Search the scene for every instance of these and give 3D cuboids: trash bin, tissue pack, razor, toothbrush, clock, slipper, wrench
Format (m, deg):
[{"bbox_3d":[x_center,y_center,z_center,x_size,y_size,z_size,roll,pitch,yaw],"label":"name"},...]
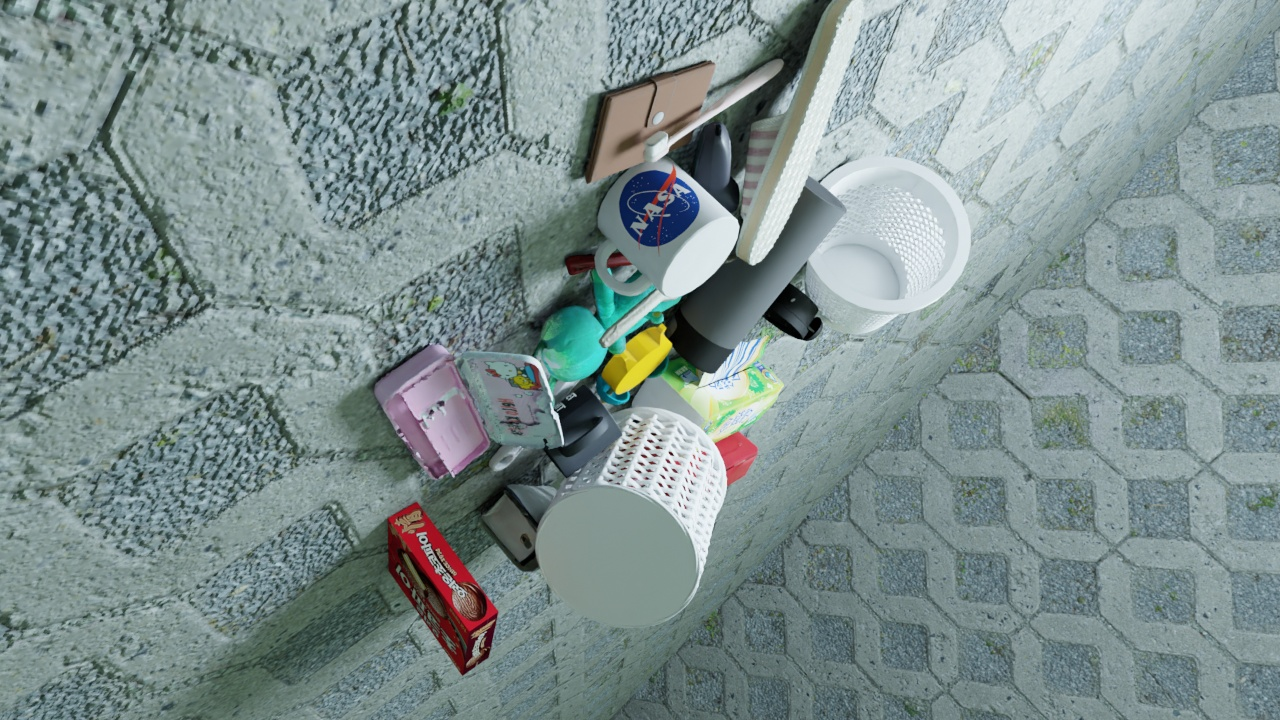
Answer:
[{"bbox_3d":[0.290,-0.125,1.170,0.195,0.195,0.200,-40,168,-8],"label":"trash bin"},{"bbox_3d":[0.106,0.024,1.209,0.197,0.120,0.142,-27,153,-50],"label":"tissue pack"},{"bbox_3d":[0.069,-0.173,0.846,0.052,0.047,0.143,0,162,2],"label":"razor"},{"bbox_3d":[0.066,-0.219,0.783,0.180,0.016,0.018,-40,155,-27],"label":"toothbrush"},{"bbox_3d":[-0.006,0.006,1.052,0.099,0.043,0.130,-37,166,-22],"label":"clock"},{"bbox_3d":[0.140,-0.217,0.877,0.114,0.052,0.263,-36,150,-57],"label":"slipper"},{"bbox_3d":[0.194,-0.066,1.216,0.042,0.091,0.120,-53,145,-3],"label":"clock"},{"bbox_3d":[-0.082,0.026,1.009,0.274,0.018,0.066,-49,158,18],"label":"wrench"}]

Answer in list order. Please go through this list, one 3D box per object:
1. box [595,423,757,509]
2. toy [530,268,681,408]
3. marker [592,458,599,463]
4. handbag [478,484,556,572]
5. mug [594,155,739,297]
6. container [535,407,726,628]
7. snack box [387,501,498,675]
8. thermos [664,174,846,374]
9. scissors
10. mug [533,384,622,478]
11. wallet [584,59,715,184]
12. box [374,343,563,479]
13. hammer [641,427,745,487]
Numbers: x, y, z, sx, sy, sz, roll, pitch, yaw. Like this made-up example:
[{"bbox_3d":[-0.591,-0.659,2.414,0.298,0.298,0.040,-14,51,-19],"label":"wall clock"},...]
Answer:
[{"bbox_3d":[0.049,0.148,1.254,0.156,0.170,0.157,-20,124,-46],"label":"box"},{"bbox_3d":[-0.034,-0.032,0.900,0.193,0.072,0.131,-36,142,-15],"label":"toy"},{"bbox_3d":[-0.038,0.128,1.283,0.151,0.011,0.011,-22,150,-43],"label":"marker"},{"bbox_3d":[-0.098,0.229,1.140,0.074,0.176,0.151,-47,158,9],"label":"handbag"},{"bbox_3d":[0.013,-0.109,0.819,0.121,0.090,0.091,-43,159,-1],"label":"mug"},{"bbox_3d":[-0.006,0.177,1.064,0.190,0.189,0.186,-54,-177,27],"label":"container"},{"bbox_3d":[-0.219,0.251,1.003,0.035,0.152,0.133,-29,155,-31],"label":"snack box"},{"bbox_3d":[0.124,-0.099,1.042,0.241,0.082,0.082,-53,157,24],"label":"thermos"},{"bbox_3d":[0.010,-0.082,0.876,0.015,0.185,0.179,-18,-130,56],"label":"scissors"},{"bbox_3d":[-0.067,0.078,0.987,0.077,0.071,0.105,-37,-169,-10],"label":"mug"},{"bbox_3d":[0.009,-0.195,0.754,0.120,0.013,0.088,-30,155,-34],"label":"wallet"},{"bbox_3d":[-0.156,0.045,0.859,0.153,0.066,0.202,-18,154,-7],"label":"box"},{"bbox_3d":[0.049,0.145,1.433,0.327,0.039,0.131,-34,156,-20],"label":"hammer"}]
